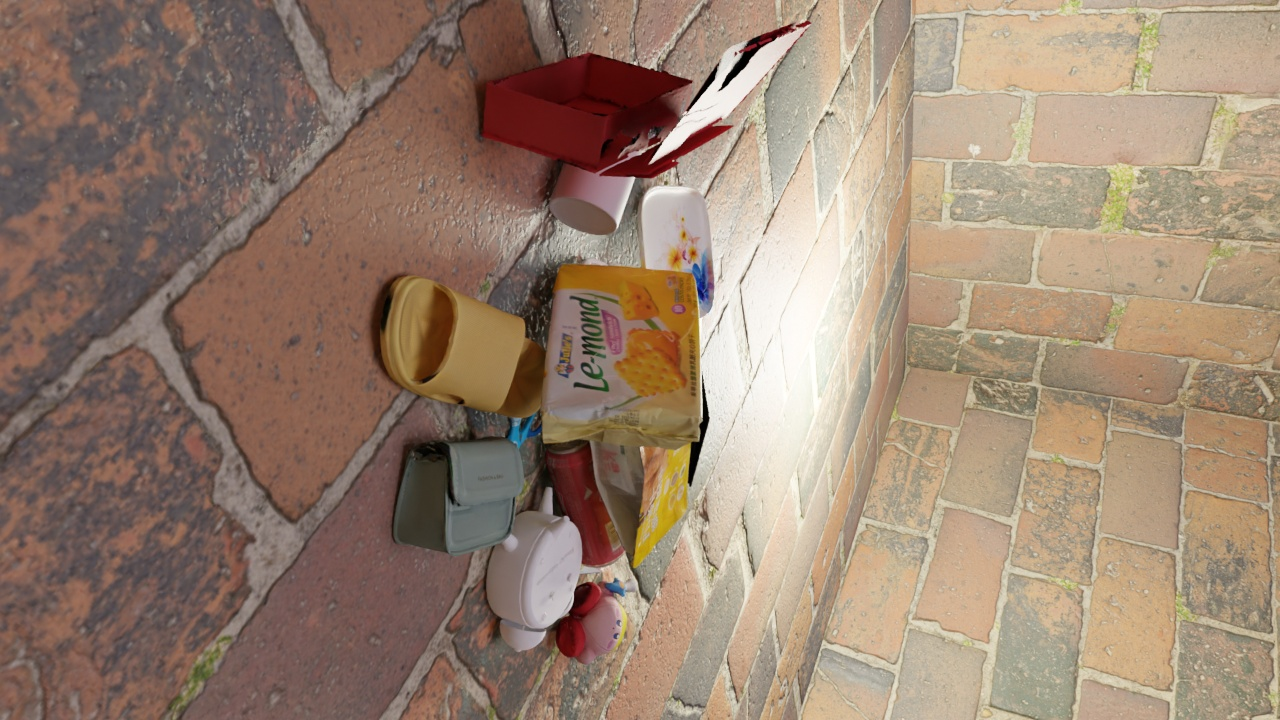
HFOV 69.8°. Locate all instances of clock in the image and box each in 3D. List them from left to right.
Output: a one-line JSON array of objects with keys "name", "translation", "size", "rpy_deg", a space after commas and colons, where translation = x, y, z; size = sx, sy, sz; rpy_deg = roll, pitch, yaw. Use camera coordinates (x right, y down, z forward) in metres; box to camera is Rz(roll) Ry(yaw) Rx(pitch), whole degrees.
[{"name": "clock", "translation": [-0.112, 0.240, 1.039], "size": [0.125, 0.073, 0.161], "rpy_deg": [-36, 131, -58]}]

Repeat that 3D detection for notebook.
[{"name": "notebook", "translation": [0.063, 0.051, 1.238], "size": [0.232, 0.019, 0.169], "rpy_deg": [96, -11, -61]}]

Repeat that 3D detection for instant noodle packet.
[{"name": "instant noodle packet", "translation": [0.008, 0.113, 1.090], "size": [0.162, 0.084, 0.222], "rpy_deg": [-38, 124, -59]}]

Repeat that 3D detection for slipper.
[{"name": "slipper", "translation": [-0.144, 0.002, 0.868], "size": [0.263, 0.078, 0.099], "rpy_deg": [32, 73, -63]}]

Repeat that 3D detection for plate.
[{"name": "plate", "translation": [0.049, -0.146, 1.266], "size": [0.186, 0.016, 0.187], "rpy_deg": [-15, 101, -57]}]

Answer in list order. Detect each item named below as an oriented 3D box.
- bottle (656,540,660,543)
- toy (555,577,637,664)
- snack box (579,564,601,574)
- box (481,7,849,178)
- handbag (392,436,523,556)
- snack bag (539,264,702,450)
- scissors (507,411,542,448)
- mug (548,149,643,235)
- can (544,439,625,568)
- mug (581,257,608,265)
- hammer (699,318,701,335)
[{"name": "bottle", "translation": [0.025, 0.184, 1.327], "size": [0.046, 0.072, 0.161], "rpy_deg": [33, 63, -23]}, {"name": "toy", "translation": [-0.058, 0.343, 1.221], "size": [0.131, 0.097, 0.124], "rpy_deg": [35, 60, -44]}, {"name": "snack box", "translation": [-0.063, 0.201, 1.191], "size": [0.082, 0.026, 0.150], "rpy_deg": [24, 77, -66]}, {"name": "box", "translation": [0.030, -0.244, 0.873], "size": [0.210, 0.316, 0.124], "rpy_deg": [-42, 125, -53]}, {"name": "handbag", "translation": [-0.169, 0.126, 0.875], "size": [0.121, 0.067, 0.106], "rpy_deg": [4, 94, -66]}, {"name": "snack bag", "translation": [-0.018, -0.008, 0.965], "size": [0.068, 0.159, 0.246], "rpy_deg": [93, -1, -49]}, {"name": "scissors", "translation": [-0.134, 0.094, 1.007], "size": [0.090, 0.014, 0.140], "rpy_deg": [43, 58, -59]}, {"name": "mug", "translation": [-0.050, -0.194, 1.017], "size": [0.112, 0.078, 0.096], "rpy_deg": [118, -10, -72]}, {"name": "can", "translation": [-0.065, 0.165, 1.095], "size": [0.067, 0.067, 0.170], "rpy_deg": [-48, 130, -51]}, {"name": "mug", "translation": [-0.031, -0.078, 1.108], "size": [0.114, 0.081, 0.087], "rpy_deg": [58, 30, -12]}, {"name": "hammer", "translation": [0.083, -0.042, 1.408], "size": [0.146, 0.028, 0.317], "rpy_deg": [-34, 128, -69]}]
